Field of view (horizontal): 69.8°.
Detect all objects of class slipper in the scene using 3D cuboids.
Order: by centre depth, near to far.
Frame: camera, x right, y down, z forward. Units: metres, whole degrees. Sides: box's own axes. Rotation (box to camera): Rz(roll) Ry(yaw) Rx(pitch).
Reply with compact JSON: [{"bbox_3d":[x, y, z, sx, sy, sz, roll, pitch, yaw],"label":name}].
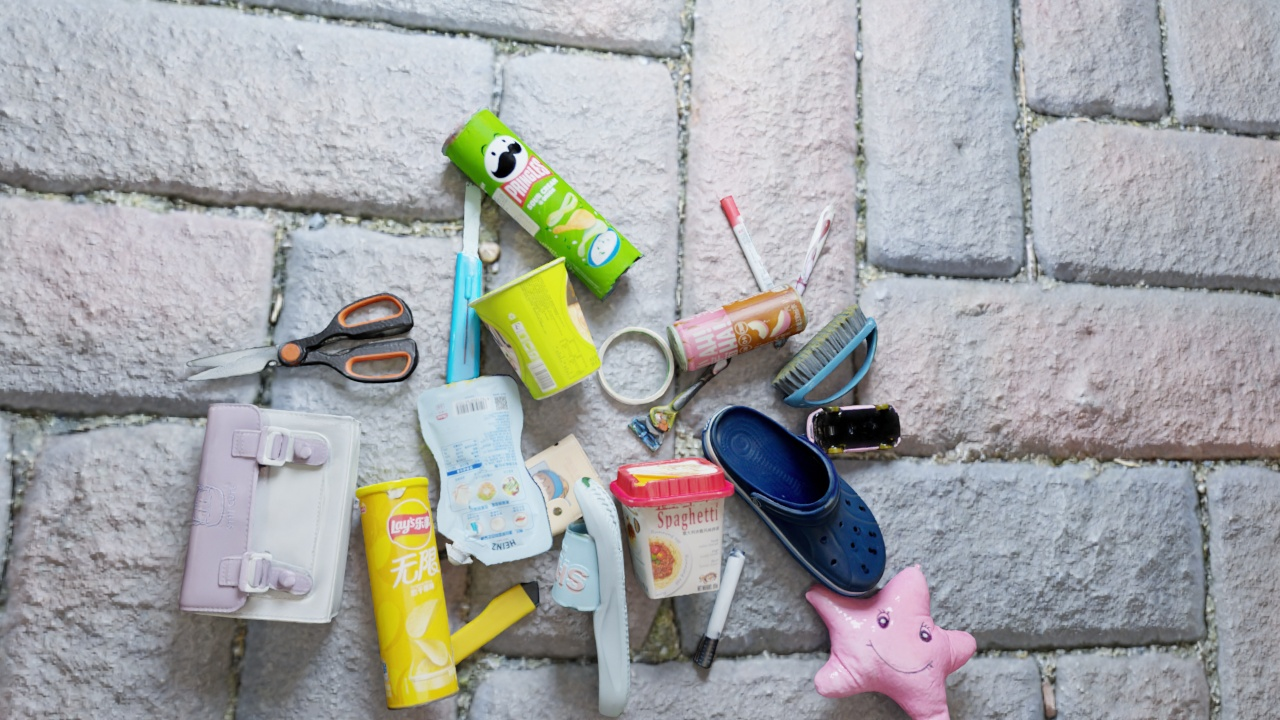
[{"bbox_3d":[-0.051,0.238,0.927,0.074,0.104,0.245,-5,94,0],"label":"slipper"},{"bbox_3d":[0.177,0.139,0.985,0.253,0.095,0.105,44,66,2],"label":"slipper"}]

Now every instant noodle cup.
[{"bbox_3d":[0.034,0.173,0.952,0.116,0.117,0.124,-6,95,-13],"label":"instant noodle cup"},{"bbox_3d":[-0.101,-0.029,0.955,0.111,0.112,0.123,-28,97,-14],"label":"instant noodle cup"}]

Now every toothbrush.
[{"bbox_3d":[0.192,-0.099,1.064,0.016,0.017,0.187,23,79,-4],"label":"toothbrush"}]

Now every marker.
[{"bbox_3d":[0.086,0.267,0.993,0.022,0.018,0.130,18,79,1],"label":"marker"},{"bbox_3d":[0.128,-0.122,1.055,0.017,0.017,0.145,-24,88,-14],"label":"marker"}]

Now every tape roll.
[{"bbox_3d":[-0.006,0.006,1.011,0.085,0.014,0.085,2,82,-12],"label":"tape roll"}]

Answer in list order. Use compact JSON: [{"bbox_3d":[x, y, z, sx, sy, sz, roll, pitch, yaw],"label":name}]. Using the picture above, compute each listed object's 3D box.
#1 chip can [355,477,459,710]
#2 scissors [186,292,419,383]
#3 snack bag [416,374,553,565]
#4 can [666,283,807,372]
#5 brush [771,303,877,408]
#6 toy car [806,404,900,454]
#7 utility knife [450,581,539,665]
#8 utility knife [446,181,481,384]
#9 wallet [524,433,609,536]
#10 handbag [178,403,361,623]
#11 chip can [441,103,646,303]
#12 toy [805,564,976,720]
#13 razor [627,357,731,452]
[{"bbox_3d":[-0.228,0.225,0.899,0.072,0.072,0.213,-9,81,-13],"label":"chip can"},{"bbox_3d":[-0.345,-0.022,0.945,0.234,0.022,0.152,12,73,-6],"label":"scissors"},{"bbox_3d":[-0.161,0.113,0.938,0.110,0.039,0.191,-11,76,-13],"label":"snack bag"},{"bbox_3d":[0.106,-0.036,1.009,0.147,0.058,0.058,-19,86,-6],"label":"can"},{"bbox_3d":[0.216,0.003,1.036,0.143,0.055,0.073,-43,92,-14],"label":"brush"},{"bbox_3d":[0.241,0.078,1.042,0.122,0.037,0.056,-1,85,-24],"label":"toy car"},{"bbox_3d":[-0.168,0.277,0.940,0.156,0.015,0.033,-33,84,-13],"label":"utility knife"},{"bbox_3d":[-0.186,-0.084,0.985,0.034,0.018,0.225,3,80,-11],"label":"utility knife"},{"bbox_3d":[-0.099,0.143,0.970,0.115,0.024,0.087,-30,84,-14],"label":"wallet"},{"bbox_3d":[-0.354,0.145,0.883,0.145,0.098,0.197,5,81,-5],"label":"handbag"},{"bbox_3d":[-0.103,-0.167,0.985,0.236,0.072,0.072,43,76,-4],"label":"chip can"},{"bbox_3d":[0.269,0.299,0.997,0.194,0.075,0.178,23,63,4],"label":"toy"},{"bbox_3d":[0.052,0.039,1.015,0.142,0.022,0.042,-42,94,-14],"label":"razor"}]
